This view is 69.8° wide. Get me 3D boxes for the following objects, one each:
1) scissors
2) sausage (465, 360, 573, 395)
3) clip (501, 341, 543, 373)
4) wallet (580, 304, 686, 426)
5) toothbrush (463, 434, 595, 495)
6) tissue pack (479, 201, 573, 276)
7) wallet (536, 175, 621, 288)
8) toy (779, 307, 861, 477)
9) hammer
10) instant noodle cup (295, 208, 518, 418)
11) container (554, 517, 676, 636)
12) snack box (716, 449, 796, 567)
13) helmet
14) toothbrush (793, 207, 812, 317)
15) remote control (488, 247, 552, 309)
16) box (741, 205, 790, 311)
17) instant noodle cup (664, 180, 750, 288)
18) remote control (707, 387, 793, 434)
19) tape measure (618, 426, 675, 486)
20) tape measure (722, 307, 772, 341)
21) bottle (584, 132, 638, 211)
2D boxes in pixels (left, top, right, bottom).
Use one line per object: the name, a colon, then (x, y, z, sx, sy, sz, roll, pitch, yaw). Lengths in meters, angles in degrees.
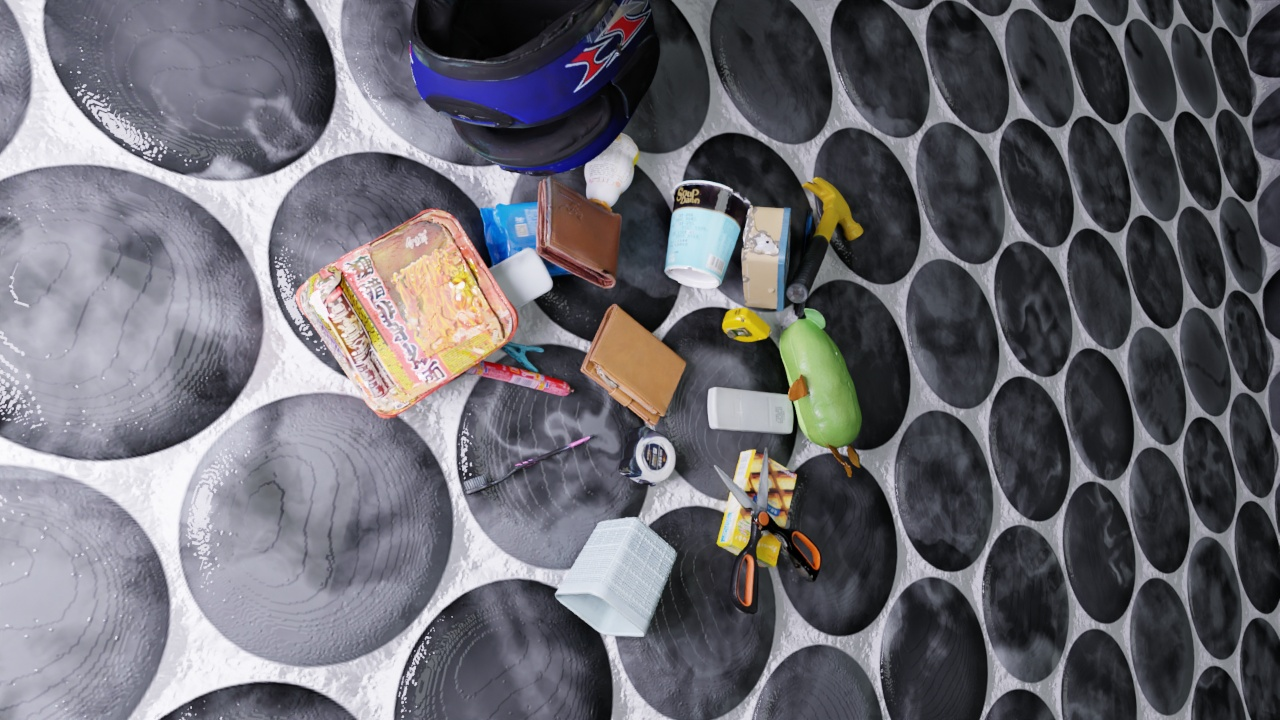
scissors: (0.163, 0.232, 1.223, 0.234, 0.022, 0.220, 41, 55, -23)
sausage: (-0.144, 0.019, 1.073, 0.155, 0.020, 0.020, 16, 71, -34)
clip: (-0.140, -0.009, 1.086, 0.054, 0.013, 0.034, 30, 63, -31)
wallet: (-0.007, 0.007, 1.173, 0.132, 0.031, 0.107, 38, 57, -24)
toothbrush: (-0.126, 0.116, 1.071, 0.188, 0.014, 0.018, -22, 82, -39)
tissue pack: (-0.121, -0.144, 1.105, 0.156, 0.052, 0.095, -13, 87, -38)
wallet: (-0.071, -0.152, 1.085, 0.124, 0.032, 0.101, 24, 56, -42)
toy: (0.264, 0.049, 1.331, 0.226, 0.090, 0.246, 1, 71, -63)
hammer: (0.266, -0.175, 1.370, 0.129, 0.033, 0.299, 51, 39, -17)
instant noodle cup: (-0.242, -0.051, 0.962, 0.188, 0.079, 0.164, -35, 103, -21)
container: (-0.025, 0.250, 1.074, 0.090, 0.090, 0.111, 44, 55, -22)
snack box: (0.161, 0.203, 1.259, 0.087, 0.034, 0.140, 32, 65, -27)
helmet: (-0.115, -0.327, 1.025, 0.241, 0.247, 0.314, 83, 26, -53)
toothbrush: (0.254, -0.153, 1.416, 0.016, 0.014, 0.189, 24, 66, -32)
remote control: (-0.168, -0.075, 1.039, 0.136, 0.020, 0.056, -30, 102, -8)
box: (0.175, -0.136, 1.270, 0.184, 0.062, 0.089, 63, 35, -68)
instant noodle cup: (0.082, -0.165, 1.239, 0.111, 0.111, 0.120, 21, 77, -32)
remote control: (0.155, 0.072, 1.288, 0.149, 0.021, 0.058, 8, 76, -36)
tape measure: (0.010, 0.124, 1.160, 0.066, 0.034, 0.065, 32, 65, -26)
tape measure: (0.143, -0.047, 1.280, 0.060, 0.057, 0.028, 38, 58, -31)
bottle: (-0.042, -0.238, 1.177, 0.063, 0.063, 0.108, 29, 64, -29)
